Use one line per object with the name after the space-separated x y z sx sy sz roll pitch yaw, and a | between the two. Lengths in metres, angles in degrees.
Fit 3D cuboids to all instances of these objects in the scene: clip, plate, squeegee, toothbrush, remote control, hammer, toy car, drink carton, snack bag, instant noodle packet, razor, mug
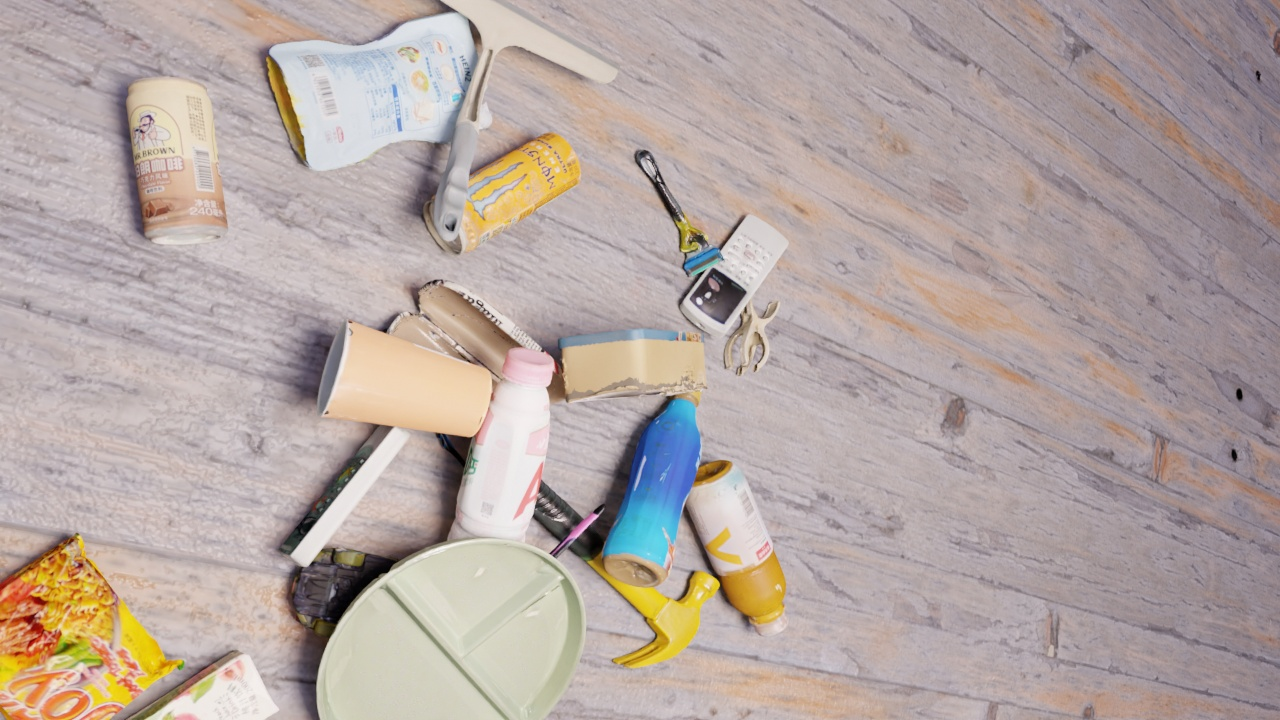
0.123 -0.032 1.009 0.072 0.035 0.100 27 63 -27 | clip
-0.153 0.246 0.765 0.229 0.027 0.230 -11 114 -25 | plate
-0.147 -0.208 0.802 0.246 0.039 0.246 20 67 -29 | squeegee
-0.098 0.199 0.830 0.189 0.014 0.018 -43 122 -10 | toothbrush
-0.241 0.106 0.747 0.019 0.056 0.134 43 66 -20 | remote control
-0.047 0.181 0.881 0.301 0.033 0.128 47 63 -21 | hammer
-0.210 0.200 0.768 0.158 0.042 0.070 20 77 -31 | toy car
-0.339 0.271 0.677 0.122 0.046 0.053 -30 97 -32 | drink carton
-0.217 -0.236 0.800 0.190 0.039 0.110 -25 97 -35 | snack bag
-0.406 0.204 0.642 0.110 0.044 0.128 -37 106 -25 | instant noodle packet
0.036 -0.159 0.968 0.043 0.022 0.143 -29 102 14 | razor
0.103 -0.093 0.993 0.058 0.021 0.149 35 65 2 | remote control
-0.183 0.057 0.814 0.016 0.014 0.189 -29 102 -10 | toothbrush
-0.187 0.020 0.736 0.122 0.078 0.078 15 78 -26 | mug

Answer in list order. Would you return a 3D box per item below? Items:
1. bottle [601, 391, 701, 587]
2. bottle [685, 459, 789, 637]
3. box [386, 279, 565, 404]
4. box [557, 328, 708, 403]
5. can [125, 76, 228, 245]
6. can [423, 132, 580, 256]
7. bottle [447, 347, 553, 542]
0.022 0.110 0.892 0.065 0.065 0.218 39 50 -24 | bottle
0.104 0.198 0.956 0.067 0.068 0.189 -30 103 -31 | bottle
-0.137 0.000 0.805 0.162 0.087 0.075 41 28 -19 | box
-0.005 0.005 0.847 0.184 0.090 0.062 6 79 -68 | box
-0.350 -0.149 0.694 0.058 0.059 0.116 -8 91 -33 | can
-0.124 -0.154 0.840 0.145 0.058 0.058 -38 106 -29 | can
-0.114 0.087 0.775 0.068 0.068 0.197 4 112 -33 | bottle
